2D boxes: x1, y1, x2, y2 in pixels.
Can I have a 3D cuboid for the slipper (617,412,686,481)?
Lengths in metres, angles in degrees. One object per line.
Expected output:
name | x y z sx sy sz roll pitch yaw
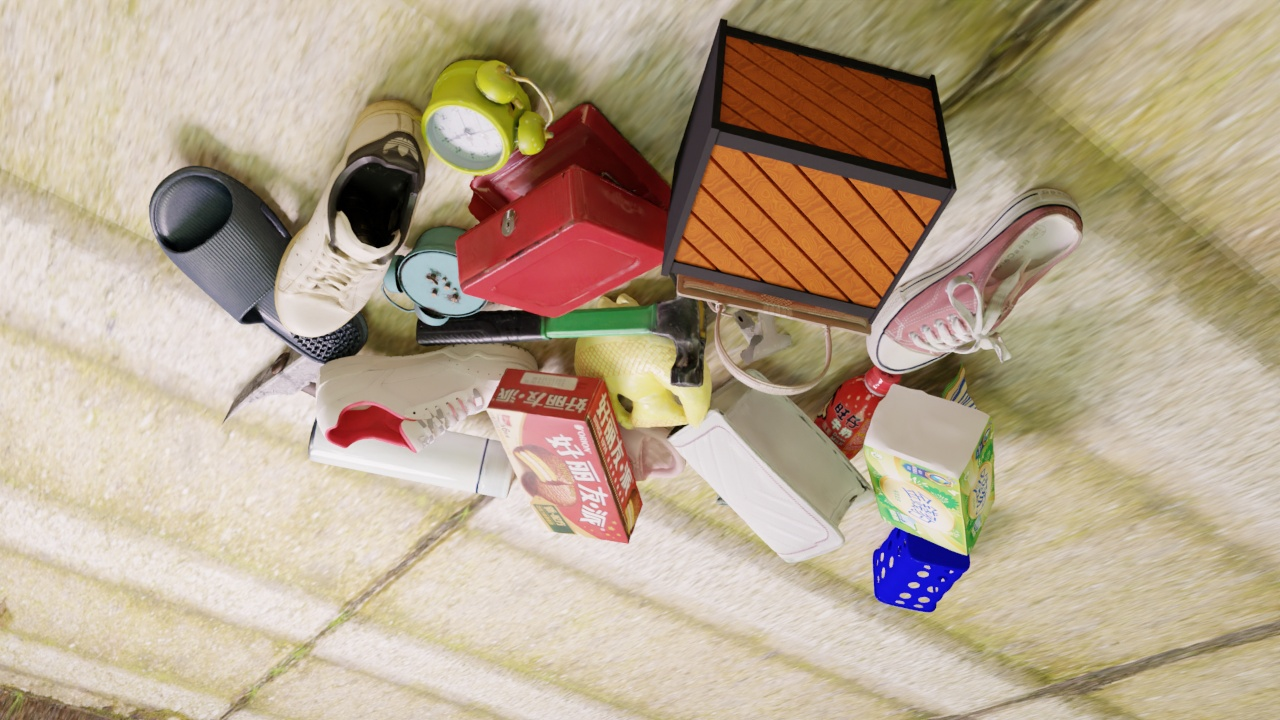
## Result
slipper | -0.056 0.103 1.086 0.222 0.055 0.107 6 138 5

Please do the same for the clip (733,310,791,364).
clip | 0.122 -0.031 0.905 0.044 0.101 0.054 -23 87 31

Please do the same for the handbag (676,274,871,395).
handbag | 0.113 -0.053 0.767 0.175 0.197 0.062 12 139 -5

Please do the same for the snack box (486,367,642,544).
snack box | -0.077 0.110 1.007 0.113 0.060 0.237 6 140 18

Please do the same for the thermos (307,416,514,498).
thermos | -0.258 0.106 1.057 0.230 0.067 0.068 13 139 -5

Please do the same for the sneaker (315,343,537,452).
sneaker | -0.224 0.050 0.980 0.236 0.104 0.090 -4 142 -13

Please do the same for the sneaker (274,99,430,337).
sneaker | -0.245 -0.101 0.794 0.088 0.102 0.242 17 120 -31

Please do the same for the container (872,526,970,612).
container | 0.358 0.255 1.175 0.085 0.084 0.114 11 138 -2

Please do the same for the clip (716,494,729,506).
clip | 0.110 0.170 1.158 0.023 0.061 0.076 9 155 1

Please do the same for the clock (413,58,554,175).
clock | -0.123 -0.199 0.742 0.119 0.056 0.083 -11 135 29

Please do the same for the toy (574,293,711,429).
toy | -0.006 0.005 0.937 0.171 0.064 0.155 -4 116 42

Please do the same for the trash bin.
trash bin | 0.121 -0.143 0.706 0.172 0.139 0.140 13 139 -6

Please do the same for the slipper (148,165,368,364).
slipper | -0.361 -0.069 0.889 0.101 0.082 0.263 -35 134 1

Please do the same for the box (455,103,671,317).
box | -0.064 -0.107 0.793 0.158 0.127 0.137 -27 134 34

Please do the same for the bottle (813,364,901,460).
bottle | 0.231 0.052 0.976 0.062 0.061 0.138 15 138 -8

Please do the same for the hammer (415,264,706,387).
hammer | -0.087 -0.037 0.904 0.319 0.130 0.032 -2 174 25

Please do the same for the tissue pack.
tissue pack | 0.316 0.090 0.953 0.120 0.141 0.198 23 158 27

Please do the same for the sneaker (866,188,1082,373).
sneaker | 0.299 -0.048 0.828 0.118 0.087 0.242 23 136 -17

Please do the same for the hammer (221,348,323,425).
hammer | -0.339 0.095 1.136 0.218 0.037 0.300 -27 129 34

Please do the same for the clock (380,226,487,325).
clock | -0.198 -0.081 0.896 0.124 0.053 0.090 -19 132 27

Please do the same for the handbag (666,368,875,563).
handbag | 0.137 0.117 0.990 0.198 0.096 0.142 45 148 -3
